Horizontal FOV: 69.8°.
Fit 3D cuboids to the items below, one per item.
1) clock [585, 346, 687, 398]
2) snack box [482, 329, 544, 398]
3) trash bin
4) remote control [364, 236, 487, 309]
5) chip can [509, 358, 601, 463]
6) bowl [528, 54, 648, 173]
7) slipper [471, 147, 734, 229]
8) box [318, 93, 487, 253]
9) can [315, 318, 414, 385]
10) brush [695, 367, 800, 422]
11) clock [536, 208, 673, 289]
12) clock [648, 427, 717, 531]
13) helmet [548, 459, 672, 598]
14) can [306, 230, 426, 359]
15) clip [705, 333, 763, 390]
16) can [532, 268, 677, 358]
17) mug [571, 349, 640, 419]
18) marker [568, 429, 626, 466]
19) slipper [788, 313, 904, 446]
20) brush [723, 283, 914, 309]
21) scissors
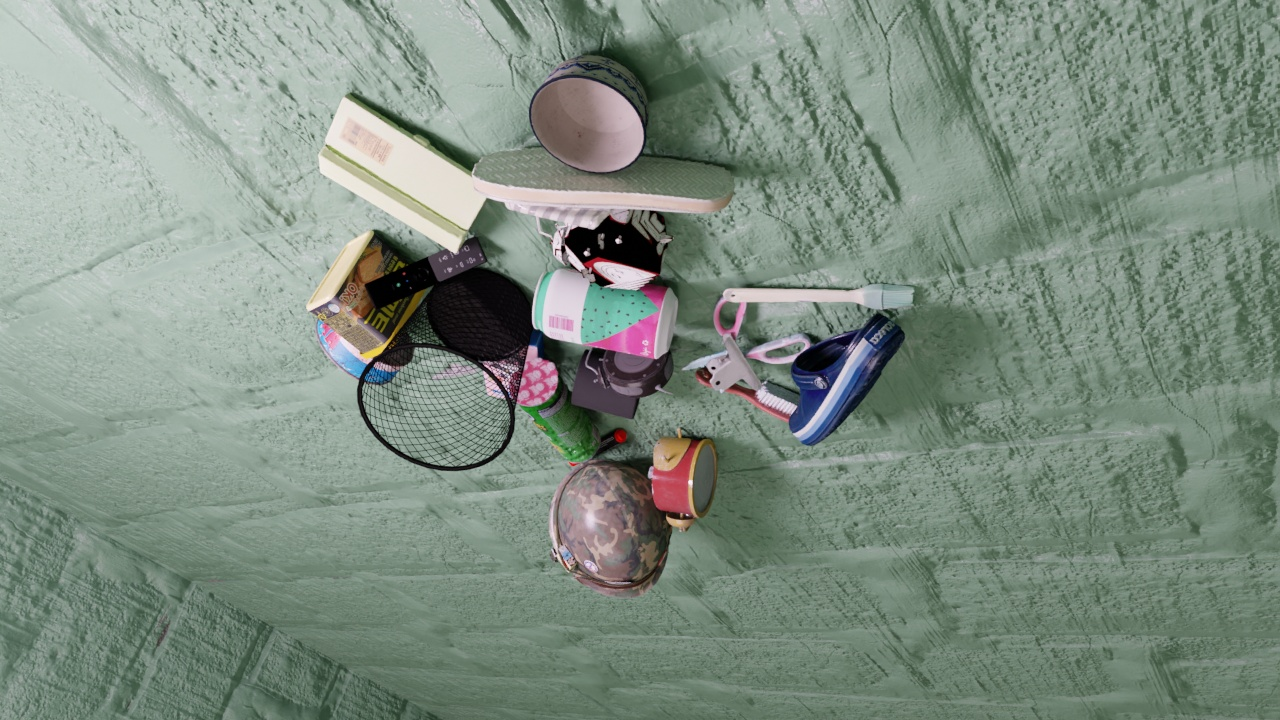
[{"bbox_3d":[-0.007,0.007,1.196,0.123,0.091,0.044,5,144,21],"label":"clock"},{"bbox_3d":[-0.181,0.006,1.317,0.088,0.033,0.154,12,145,6],"label":"snack box"},{"bbox_3d":[-0.224,-0.002,1.137,0.184,0.209,0.184,4,125,5],"label":"trash bin"},{"bbox_3d":[-0.264,-0.107,1.128,0.150,0.013,0.034,-24,95,0],"label":"remote control"},{"bbox_3d":[-0.118,0.078,1.325,0.075,0.075,0.223,5,154,16],"label":"chip can"},{"bbox_3d":[-0.044,-0.245,0.888,0.115,0.059,0.116,11,145,8],"label":"bowl"},{"bbox_3d":[-0.040,-0.177,0.946,0.273,0.114,0.054,6,123,10],"label":"slipper"},{"bbox_3d":[-0.273,-0.202,1.046,0.187,0.048,0.141,32,140,-12],"label":"box"},{"bbox_3d":[-0.377,-0.030,1.258,0.044,0.129,0.130,-41,120,20],"label":"can"},{"bbox_3d":[0.157,0.042,1.230,0.172,0.040,0.030,23,128,-5],"label":"brush"},{"bbox_3d":[-0.047,-0.134,1.038,0.154,0.064,0.115,19,145,-5],"label":"clock"},{"bbox_3d":[0.062,0.187,1.389,0.081,0.116,0.159,4,124,23],"label":"clock"},{"bbox_3d":[-0.046,0.269,1.470,0.224,0.192,0.237,68,162,-4],"label":"helmet"},{"bbox_3d":[-0.348,-0.086,1.175,0.073,0.130,0.101,-17,131,39],"label":"can"},{"bbox_3d":[0.111,0.009,1.163,0.054,0.040,0.101,-28,126,11],"label":"clip"},{"bbox_3d":[-0.042,-0.059,1.121,0.166,0.088,0.088,11,145,8],"label":"can"},{"bbox_3d":[-0.042,0.035,1.274,0.088,0.078,0.113,14,172,3],"label":"mug"},{"bbox_3d":[-0.069,0.140,1.469,0.023,0.021,0.145,8,154,-36],"label":"marker"},{"bbox_3d":[0.236,0.012,1.108,0.095,0.104,0.253,40,153,11],"label":"slipper"},{"bbox_3d":[0.203,-0.074,1.059,0.218,0.012,0.033,2,142,16],"label":"brush"},{"bbox_3d":[0.137,-0.014,1.154,0.168,0.014,0.171,10,133,0],"label":"scissors"}]
